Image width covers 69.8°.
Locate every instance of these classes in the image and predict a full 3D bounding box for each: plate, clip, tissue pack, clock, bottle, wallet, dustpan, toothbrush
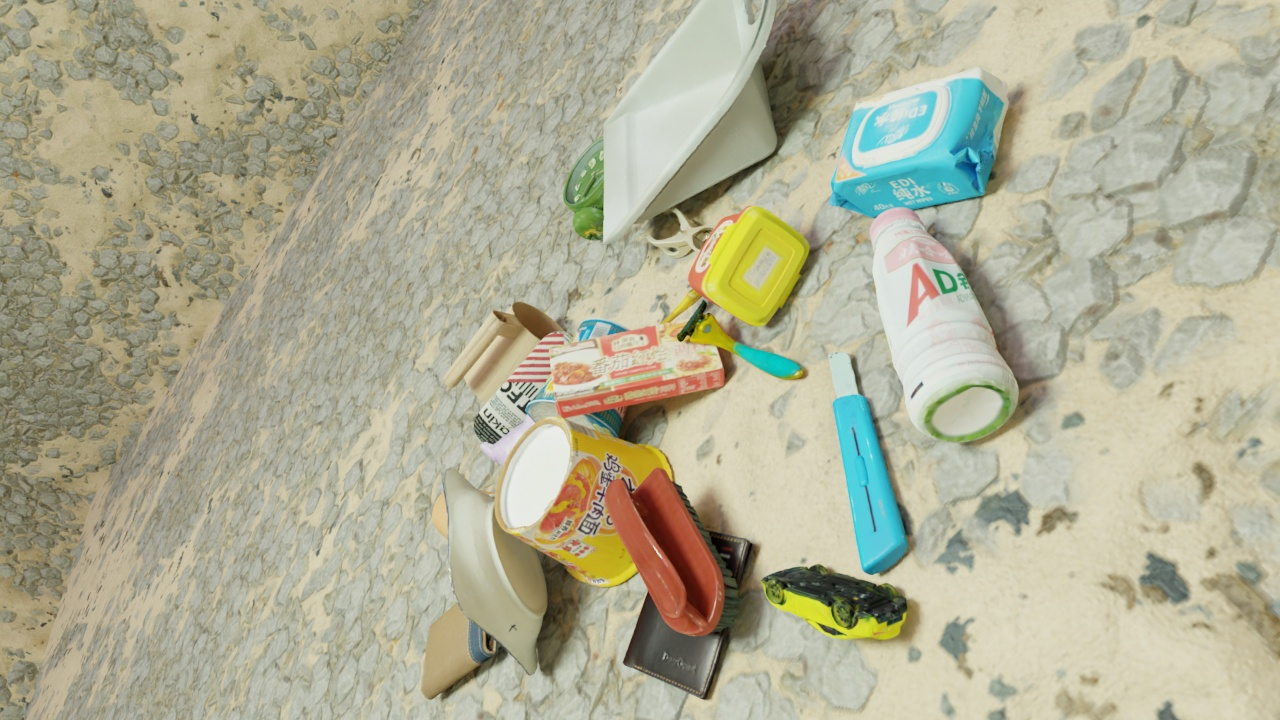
[{"bbox_3d":[-0.124,0.184,0.831,0.034,0.164,0.163,-24,42,6],"label":"plate"},{"bbox_3d":[0.042,-0.117,0.949,0.083,0.034,0.104,-50,42,9],"label":"clip"},{"bbox_3d":[0.216,-0.170,0.724,0.140,0.063,0.090,-2,63,53],"label":"tissue pack"},{"bbox_3d":[-0.039,-0.206,1.106,0.116,0.056,0.161,-45,35,23],"label":"clock"},{"bbox_3d":[0.199,-0.035,0.640,0.068,0.068,0.196,-38,35,29],"label":"bottle"},{"bbox_3d":[0.037,0.193,0.721,0.096,0.020,0.122,1,67,54],"label":"wallet"},{"bbox_3d":[0.042,-0.283,0.950,0.258,0.142,0.222,-19,46,19],"label":"dustpan"},{"bbox_3d":[0.053,-0.068,0.875,0.191,0.018,0.016,-42,41,5],"label":"toothbrush"},{"bbox_3d":[-0.179,0.282,0.931,0.115,0.033,0.090,-41,34,28],"label":"wallet"}]

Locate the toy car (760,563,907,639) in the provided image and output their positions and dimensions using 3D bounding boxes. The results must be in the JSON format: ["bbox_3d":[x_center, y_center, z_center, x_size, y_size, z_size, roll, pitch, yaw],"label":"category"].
[{"bbox_3d":[0.125,0.160,0.605,0.105,0.048,0.032,6,102,54],"label":"toy car"}]

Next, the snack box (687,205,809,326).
[{"bbox_3d":[0.092,-0.084,0.817,0.091,0.082,0.080,-59,19,-2],"label":"snack box"}]

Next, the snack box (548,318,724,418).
[{"bbox_3d":[-0.005,0.005,0.838,0.153,0.025,0.075,-11,44,0],"label":"snack box"}]

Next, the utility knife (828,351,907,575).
[{"bbox_3d":[0.157,0.063,0.661,0.034,0.018,0.190,-32,40,29],"label":"utility knife"}]

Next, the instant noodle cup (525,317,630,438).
[{"bbox_3d":[-0.048,0.020,0.910,0.099,0.099,0.109,-11,49,50],"label":"instant noodle cup"}]

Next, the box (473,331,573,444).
[{"bbox_3d":[-0.108,0.035,1.010,0.163,0.076,0.087,-50,1,15],"label":"box"}]

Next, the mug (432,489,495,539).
[{"bbox_3d":[-0.175,0.172,0.978,0.123,0.078,0.078,2,66,60],"label":"mug"}]

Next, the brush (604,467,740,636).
[{"bbox_3d":[0.020,0.147,0.696,0.063,0.069,0.145,-51,39,15],"label":"brush"}]

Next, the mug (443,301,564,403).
[{"bbox_3d":[-0.154,-0.004,1.044,0.104,0.124,0.084,-50,62,18],"label":"mug"}]

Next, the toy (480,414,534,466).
[{"bbox_3d":[-0.106,0.088,0.962,0.108,0.084,0.039,-42,-4,10],"label":"toy"}]

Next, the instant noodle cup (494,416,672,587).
[{"bbox_3d":[-0.056,0.120,0.819,0.138,0.109,0.137,-33,42,35],"label":"instant noodle cup"}]

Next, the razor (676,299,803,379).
[{"bbox_3d":[0.090,-0.011,0.791,0.133,0.028,0.043,28,74,41],"label":"razor"}]
